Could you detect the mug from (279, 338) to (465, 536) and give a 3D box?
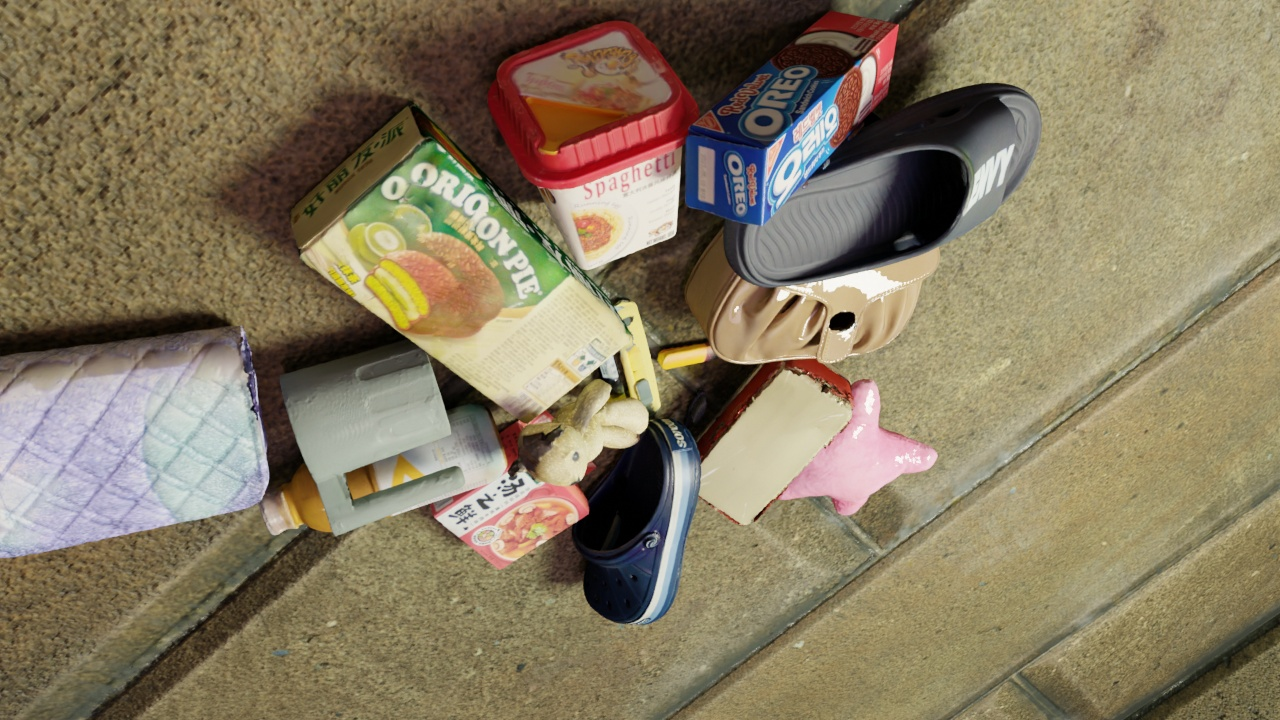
[{"bbox_3d":[-0.195,0.053,0.678,0.103,0.084,0.124,-19,93,-15],"label":"mug"}]

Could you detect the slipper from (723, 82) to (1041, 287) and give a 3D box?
[{"bbox_3d":[0.191,-0.113,0.655,0.267,0.083,0.111,-22,123,-14],"label":"slipper"}]

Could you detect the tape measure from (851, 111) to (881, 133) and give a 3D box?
[{"bbox_3d":[0.173,-0.160,0.713,0.033,0.066,0.066,-33,135,-4],"label":"tape measure"}]

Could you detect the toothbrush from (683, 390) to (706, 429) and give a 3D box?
[{"bbox_3d":[0.033,0.104,0.907,0.014,0.016,0.189,-1,130,-27],"label":"toothbrush"}]

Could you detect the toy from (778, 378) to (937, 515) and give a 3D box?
[{"bbox_3d":[0.189,0.095,0.941,0.179,0.074,0.194,-34,126,24],"label":"toy"}]

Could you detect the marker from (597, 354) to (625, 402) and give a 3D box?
[{"bbox_3d":[-0.027,0.015,0.800,0.018,0.015,0.124,-17,131,-4],"label":"marker"}]

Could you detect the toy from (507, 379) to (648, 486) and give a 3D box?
[{"bbox_3d":[-0.045,0.064,0.754,0.105,0.066,0.157,-45,165,26],"label":"toy"}]

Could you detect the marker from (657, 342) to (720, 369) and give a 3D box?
[{"bbox_3d":[0.072,-0.011,0.829,0.123,0.015,0.018,-11,134,-22],"label":"marker"}]

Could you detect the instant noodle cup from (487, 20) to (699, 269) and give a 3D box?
[{"bbox_3d":[-0.026,-0.135,0.607,0.116,0.116,0.124,-23,146,-8],"label":"instant noodle cup"}]

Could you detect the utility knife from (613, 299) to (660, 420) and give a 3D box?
[{"bbox_3d":[-0.005,0.005,0.804,0.031,0.018,0.152,-27,131,-12],"label":"utility knife"}]

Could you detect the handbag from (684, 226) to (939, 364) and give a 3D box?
[{"bbox_3d":[0.148,-0.063,0.760,0.204,0.099,0.148,-6,134,-23],"label":"handbag"}]

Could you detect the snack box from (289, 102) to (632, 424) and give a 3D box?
[{"bbox_3d":[-0.118,-0.057,0.654,0.114,0.063,0.240,-39,135,8],"label":"snack box"}]

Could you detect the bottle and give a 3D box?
[{"bbox_3d":[-0.204,0.091,0.734,0.189,0.068,0.068,-18,134,-13],"label":"bottle"}]

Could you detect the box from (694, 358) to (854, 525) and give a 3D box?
[{"bbox_3d":[0.118,0.073,0.849,0.091,0.079,0.169,34,117,-8],"label":"box"}]

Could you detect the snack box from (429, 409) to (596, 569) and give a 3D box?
[{"bbox_3d":[-0.108,0.117,0.824,0.127,0.044,0.113,-34,135,2],"label":"snack box"}]

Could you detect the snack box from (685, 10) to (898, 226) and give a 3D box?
[{"bbox_3d":[0.104,-0.164,0.605,0.206,0.057,0.058,-46,148,-37],"label":"snack box"}]

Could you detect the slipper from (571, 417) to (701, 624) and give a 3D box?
[{"bbox_3d":[-0.013,0.165,0.872,0.095,0.105,0.253,-1,129,-25],"label":"slipper"}]

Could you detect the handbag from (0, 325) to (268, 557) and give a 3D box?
[{"bbox_3d":[-0.357,0.050,0.616,0.193,0.075,0.134,-9,127,-22],"label":"handbag"}]
